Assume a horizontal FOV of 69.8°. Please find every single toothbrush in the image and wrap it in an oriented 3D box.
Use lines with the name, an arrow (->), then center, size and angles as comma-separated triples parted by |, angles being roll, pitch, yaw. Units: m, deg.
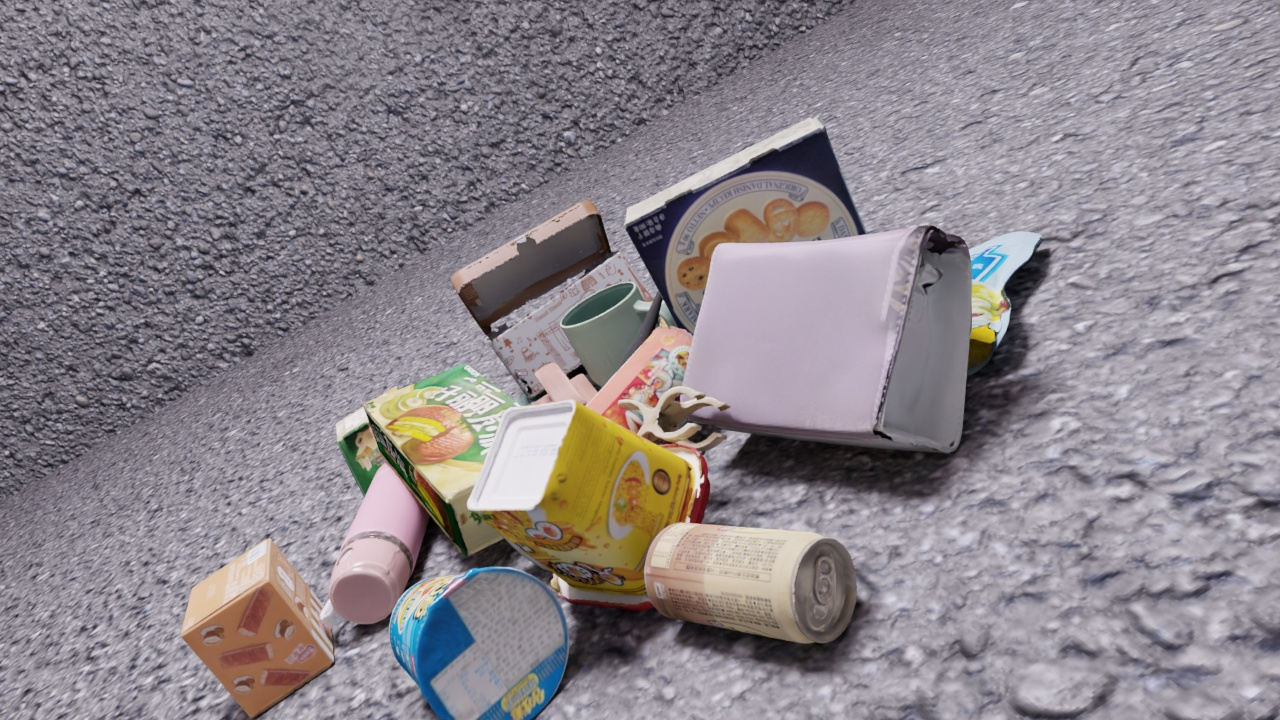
toothbrush -> -0.005, 0.005, 0.814 | 0.026, 0.027, 0.212 | 13, 71, 22

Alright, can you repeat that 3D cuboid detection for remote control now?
remote control -> -0.100, 0.035, 1.033 | 0.135, 0.019, 0.056 | -28, 19, 5

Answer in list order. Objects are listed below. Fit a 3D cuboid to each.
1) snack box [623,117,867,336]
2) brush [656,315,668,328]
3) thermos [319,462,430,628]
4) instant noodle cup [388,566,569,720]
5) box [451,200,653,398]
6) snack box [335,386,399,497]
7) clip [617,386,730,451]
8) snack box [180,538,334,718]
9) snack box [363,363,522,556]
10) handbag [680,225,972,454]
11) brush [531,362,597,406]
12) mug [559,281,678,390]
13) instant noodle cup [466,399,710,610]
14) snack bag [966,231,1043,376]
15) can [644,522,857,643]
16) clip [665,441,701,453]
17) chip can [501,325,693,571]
snack box -> 0.106, -0.086, 0.792 | 0.178, 0.182, 0.045 | -25, 22, 12
brush -> 0.019, -0.037, 1.026 | 0.083, 0.046, 0.255 | -43, 19, -24
thermos -> -0.239, 0.167, 0.840 | 0.087, 0.067, 0.198 | -41, 18, 12
instant noodle cup -> -0.113, 0.179, 0.594 | 0.099, 0.099, 0.110 | -40, 14, -28
box -> -0.099, -0.078, 1.022 | 0.181, 0.158, 0.148 | -35, 12, -6
snack box -> -0.265, 0.095, 0.988 | 0.118, 0.105, 0.117 | -33, 19, -11
clip -> 0.020, 0.036, 0.666 | 0.104, 0.034, 0.076 | 1, 74, 53
snack box -> -0.315, 0.220, 0.763 | 0.077, 0.094, 0.093 | -34, 20, -12
snack box -> -0.160, 0.081, 0.838 | 0.114, 0.063, 0.240 | -23, 27, -24
handbag -> 0.129, -0.015, 0.646 | 0.098, 0.145, 0.197 | 9, -4, -36
brush -> -0.064, 0.049, 0.869 | 0.063, 0.073, 0.145 | -31, 21, -7
mug -> -0.006, -0.014, 0.888 | 0.112, 0.106, 0.082 | -16, 23, 36
instant noodle cup -> -0.035, 0.089, 0.600 | 0.116, 0.123, 0.115 | -9, 52, 44
snack bag -> 0.248, -0.047, 0.718 | 0.111, 0.039, 0.190 | -28, 15, 41
can -> 0.059, 0.124, 0.522 | 0.116, 0.058, 0.058 | -7, 30, 49
clip -> 0.026, 0.077, 0.758 | 0.056, 0.028, 0.024 | -32, 10, 24
chip can -> -0.025, 0.065, 0.736 | 0.071, 0.071, 0.214 | -2, 40, 53
